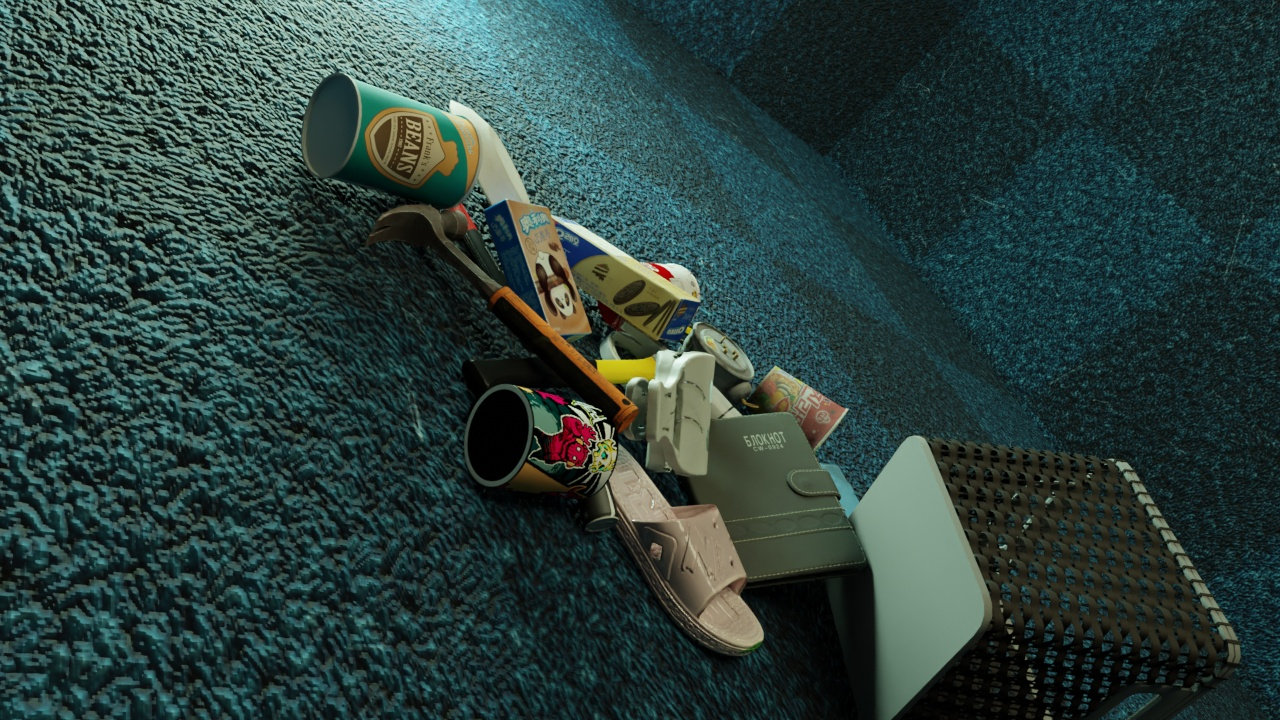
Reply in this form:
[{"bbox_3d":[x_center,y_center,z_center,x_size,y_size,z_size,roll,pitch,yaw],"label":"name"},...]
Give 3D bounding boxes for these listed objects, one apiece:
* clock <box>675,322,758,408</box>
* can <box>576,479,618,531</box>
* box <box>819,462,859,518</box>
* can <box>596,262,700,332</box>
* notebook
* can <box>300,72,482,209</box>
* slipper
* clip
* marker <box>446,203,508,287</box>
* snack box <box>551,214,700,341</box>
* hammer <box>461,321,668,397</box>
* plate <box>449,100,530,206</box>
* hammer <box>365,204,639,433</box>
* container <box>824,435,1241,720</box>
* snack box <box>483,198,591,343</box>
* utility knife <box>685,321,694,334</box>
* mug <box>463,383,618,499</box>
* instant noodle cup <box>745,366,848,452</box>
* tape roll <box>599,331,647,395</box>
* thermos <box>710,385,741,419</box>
[{"bbox_3d":[0.106,0.009,1.196,0.103,0.056,0.148,6,43,-55],"label":"clock"},{"bbox_3d":[-0.043,0.107,0.801,0.031,0.032,0.080,17,47,-47],"label":"can"},{"bbox_3d":[0.246,0.225,1.107,0.093,0.054,0.231,5,42,-32],"label":"box"},{"bbox_3d":[0.012,-0.079,1.143,0.086,0.087,0.116,53,25,16],"label":"can"},{"bbox_3d":[0.129,0.141,0.963,0.169,0.030,0.208,-4,48,-19],"label":"notebook"},{"bbox_3d":[-0.244,-0.213,0.910,0.143,0.099,0.099,7,44,-49],"label":"can"},{"bbox_3d":[0.034,0.156,0.825,0.239,0.065,0.094,51,24,16],"label":"slipper"},{"bbox_3d":[0.042,0.051,0.897,0.152,0.099,0.126,26,67,-81],"label":"clip"},{"bbox_3d":[-0.169,-0.111,0.981,0.145,0.021,0.023,57,4,25],"label":"marker"},{"bbox_3d":[-0.032,-0.096,1.065,0.207,0.057,0.056,34,15,24],"label":"snack box"},{"bbox_3d":[-0.053,0.012,0.931,0.322,0.029,0.127,0,49,-53],"label":"hammer"},{"bbox_3d":[-0.161,-0.214,1.051,0.188,0.027,0.188,-24,89,-86],"label":"plate"},{"bbox_3d":[-0.126,-0.044,0.860,0.314,0.035,0.137,42,24,19],"label":"hammer"},{"bbox_3d":[0.356,0.238,0.910,0.243,0.248,0.245,12,39,-14],"label":"container"},{"bbox_3d":[-0.107,-0.091,0.968,0.087,0.034,0.151,-8,77,-66],"label":"snack box"},{"bbox_3d":[0.071,-0.044,1.280,0.217,0.019,0.030,32,35,-34],"label":"utility knife"},{"bbox_3d":[-0.092,0.062,0.766,0.098,0.082,0.118,18,8,-47],"label":"mug"},{"bbox_3d":[0.201,0.068,1.219,0.112,0.100,0.100,40,23,8],"label":"instant noodle cup"},{"bbox_3d":[-0.006,0.006,1.061,0.094,0.018,0.093,36,25,-20],"label":"tape roll"},{"bbox_3d":[0.134,0.121,1.060,0.224,0.052,0.052,49,24,8],"label":"thermos"}]
